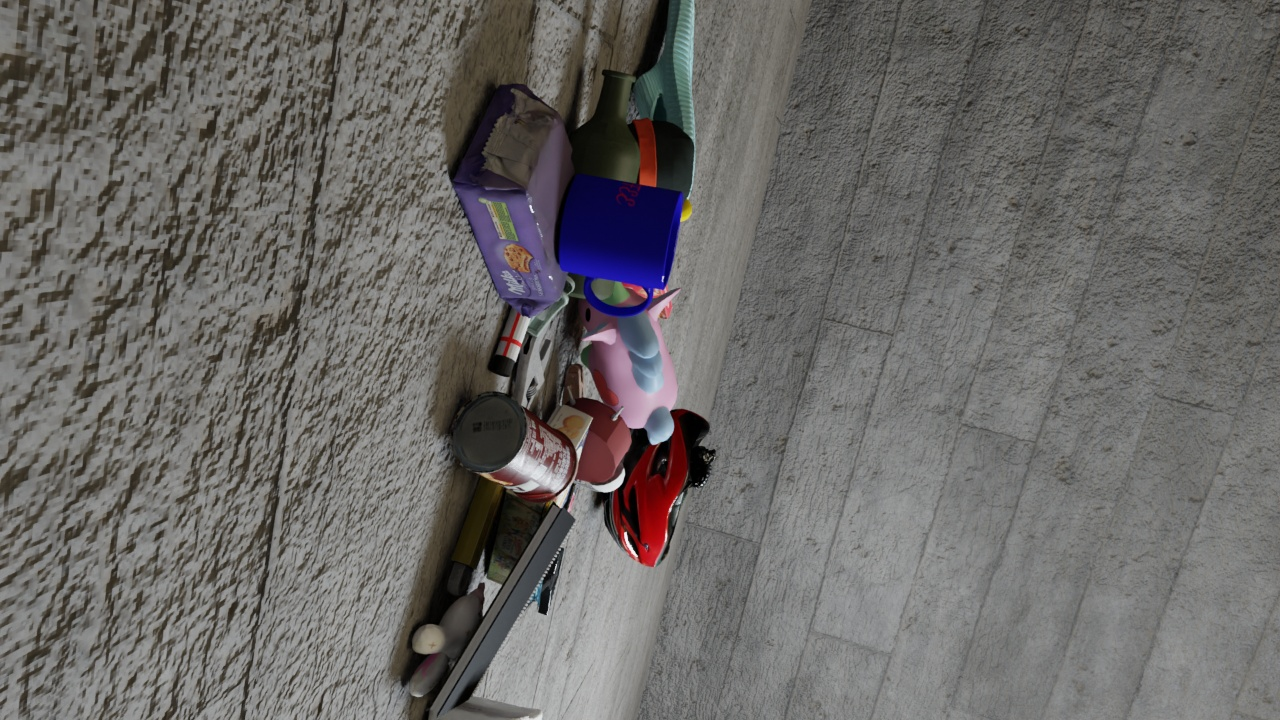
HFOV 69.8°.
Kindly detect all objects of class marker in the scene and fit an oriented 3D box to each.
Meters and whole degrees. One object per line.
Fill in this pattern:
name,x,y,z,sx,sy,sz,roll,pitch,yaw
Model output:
marker,-0.103,-0.056,0.826,0.019,0.019,0.145,70,36,-73

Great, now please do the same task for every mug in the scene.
mug,-0.017,-0.088,0.740,0.079,0.083,0.111,-68,168,-63

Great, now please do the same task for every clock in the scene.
clock,-0.061,0.099,1.052,0.048,0.096,0.138,-56,159,-44

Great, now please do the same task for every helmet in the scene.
helmet,0.025,0.201,1.464,0.216,0.167,0.272,-56,158,-62

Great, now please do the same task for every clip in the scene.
clip,-0.084,-0.052,0.844,0.076,0.023,0.047,-42,-156,52
clip,-0.078,0.034,1.078,0.047,0.025,0.062,75,27,-69

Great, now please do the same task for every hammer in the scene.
hammer,-0.155,0.314,1.093,0.324,0.015,0.095,-26,130,-76

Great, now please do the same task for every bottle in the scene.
bottle,-0.041,-0.164,0.860,0.071,0.071,0.207,-37,140,-74

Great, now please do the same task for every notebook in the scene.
notebook,-0.125,0.233,0.872,0.206,0.016,0.149,-59,172,-12

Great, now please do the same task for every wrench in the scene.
wrench,-0.132,0.089,0.876,0.084,0.018,0.273,75,31,-70

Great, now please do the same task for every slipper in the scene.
slipper,0.031,-0.311,1.071,0.116,0.069,0.276,44,46,-79

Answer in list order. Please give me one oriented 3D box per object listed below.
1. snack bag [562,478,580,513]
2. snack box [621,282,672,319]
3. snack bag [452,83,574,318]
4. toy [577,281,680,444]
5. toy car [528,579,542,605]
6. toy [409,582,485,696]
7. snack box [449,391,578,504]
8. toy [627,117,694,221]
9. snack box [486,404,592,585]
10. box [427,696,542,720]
snack bag,-0.092,0.171,1.187,0.075,0.018,0.155,106,1,-72
snack box,-0.012,-0.087,1.075,0.133,0.089,0.021,67,38,-73
snack bag,-0.085,-0.117,0.724,0.206,0.058,0.096,80,26,-66
toy,-0.006,0.006,1.036,0.222,0.120,0.171,66,-16,-13
toy car,-0.128,0.237,1.090,0.107,0.027,0.060,-92,-171,-59
toy,-0.170,0.250,0.846,0.125,0.037,0.076,-37,147,-65
snack box,-0.107,0.077,0.794,0.121,0.072,0.072,50,55,-65
toy,-0.003,-0.199,0.945,0.100,0.119,0.097,107,-21,-66
snack box,-0.107,0.144,0.971,0.144,0.042,0.145,-62,173,-51
box,-0.165,0.405,0.905,0.110,0.103,0.130,66,32,-70
